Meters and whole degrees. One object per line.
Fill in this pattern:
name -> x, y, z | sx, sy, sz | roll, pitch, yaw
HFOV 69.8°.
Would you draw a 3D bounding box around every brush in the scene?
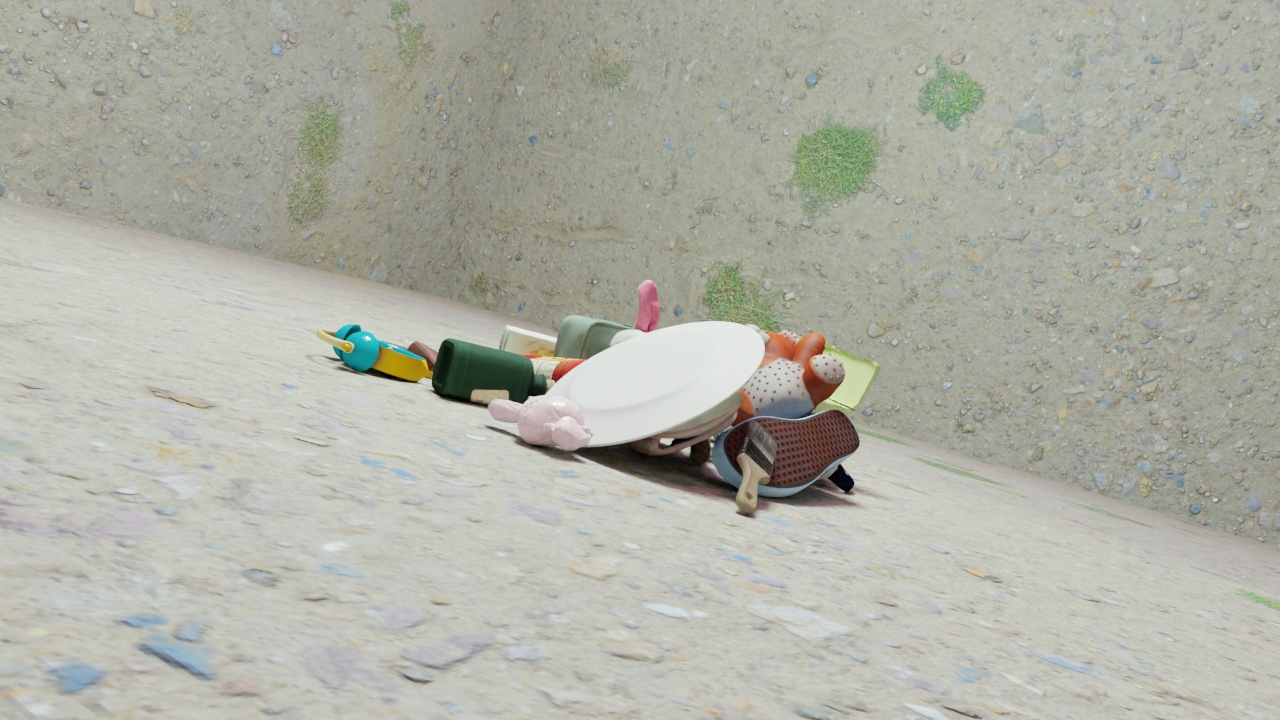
brush -> 0.104, 0.097, 0.837 | 0.039, 0.012, 0.151 | 43, 24, -4

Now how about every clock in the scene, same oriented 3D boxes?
clock -> -0.296, -0.008, 1.022 | 0.129, 0.043, 0.099 | 22, -1, -30

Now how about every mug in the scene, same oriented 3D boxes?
mug -> 0.217, 0.116, 1.123 | 0.112, 0.079, 0.096 | 45, 10, 12

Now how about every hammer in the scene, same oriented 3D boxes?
hammer -> 0.075, 0.076, 1.132 | 0.052, 0.098, 0.328 | 21, 11, 1

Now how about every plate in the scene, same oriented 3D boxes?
plate -> 0.006, 0.013, 0.924 | 0.243, 0.016, 0.242 | -18, 22, 7

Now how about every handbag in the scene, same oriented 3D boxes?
handbag -> -0.237, 0.010, 1.151 | 0.055, 0.029, 0.119 | 41, 9, 31
handbag -> -0.061, 0.007, 1.215 | 0.106, 0.122, 0.067 | 9, 5, -41

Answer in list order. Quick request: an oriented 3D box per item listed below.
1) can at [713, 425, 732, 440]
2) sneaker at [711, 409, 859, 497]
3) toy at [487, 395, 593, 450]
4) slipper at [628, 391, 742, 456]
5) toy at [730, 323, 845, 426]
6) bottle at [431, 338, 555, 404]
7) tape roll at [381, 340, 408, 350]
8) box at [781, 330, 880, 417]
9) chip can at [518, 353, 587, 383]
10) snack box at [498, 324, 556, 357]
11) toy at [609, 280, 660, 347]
can -> 0.148, 0.107, 1.252 | 0.095, 0.032, 0.032 | 16, 3, 2
sneaker -> 0.139, 0.111, 0.977 | 0.098, 0.083, 0.240 | -38, -20, 35
toy -> -0.090, 0.054, 0.845 | 0.063, 0.047, 0.110 | 10, -2, -42
slipper -> 0.040, 0.064, 0.963 | 0.114, 0.054, 0.274 | -21, 4, -8
toy -> 0.148, 0.012, 1.102 | 0.164, 0.093, 0.172 | -22, 27, 1
bottle -> -0.156, 0.019, 1.011 | 0.131, 0.061, 0.061 | 14, 1, -29
tape roll -> -0.313, -0.008, 1.161 | 0.091, 0.016, 0.093 | 16, 3, 12
box -> 0.210, 0.025, 1.199 | 0.127, 0.066, 0.188 | -30, 29, -22
chip can -> -0.089, 0.022, 1.081 | 0.051, 0.051, 0.215 | 13, -6, -42
snack box -> -0.103, 0.004, 1.347 | 0.207, 0.057, 0.104 | 15, 3, -12
toy -> -0.007, 0.007, 1.156 | 0.084, 0.159, 0.193 | -1, 35, 35
